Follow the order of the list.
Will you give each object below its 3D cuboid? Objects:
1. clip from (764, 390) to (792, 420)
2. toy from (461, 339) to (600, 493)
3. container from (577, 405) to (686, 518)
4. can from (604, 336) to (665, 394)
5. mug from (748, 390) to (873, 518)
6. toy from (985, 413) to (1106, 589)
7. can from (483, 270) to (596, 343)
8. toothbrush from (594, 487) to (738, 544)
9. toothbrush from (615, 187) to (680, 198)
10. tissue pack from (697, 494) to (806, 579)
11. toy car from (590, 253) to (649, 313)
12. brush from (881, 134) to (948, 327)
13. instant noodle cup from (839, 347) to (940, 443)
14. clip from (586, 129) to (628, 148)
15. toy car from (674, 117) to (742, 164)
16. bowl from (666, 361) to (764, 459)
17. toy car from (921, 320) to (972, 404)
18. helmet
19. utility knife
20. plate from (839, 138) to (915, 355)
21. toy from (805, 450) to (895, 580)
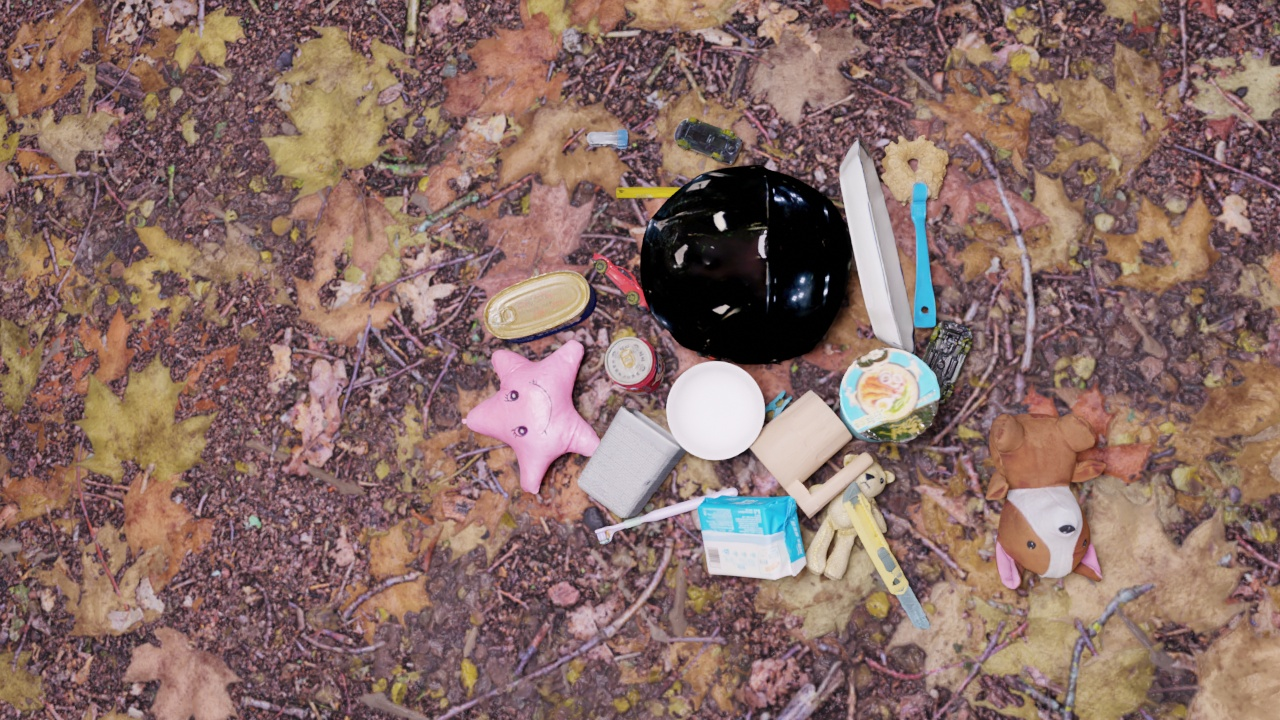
[{"bbox_3d":[0.169,0.063,1.163,0.040,0.014,0.056,39,90,13],"label":"clip"},{"bbox_3d":[-0.144,0.075,1.190,0.179,0.074,0.194,-11,81,9],"label":"toy"},{"bbox_3d":[-0.012,0.130,1.152,0.090,0.090,0.114,35,93,14],"label":"container"},{"bbox_3d":[-0.007,0.007,1.164,0.066,0.094,0.066,-2,82,10],"label":"can"},{"bbox_3d":[0.204,0.112,1.107,0.103,0.084,0.124,-41,57,1],"label":"mug"},{"bbox_3d":[0.462,0.159,1.045,0.140,0.130,0.199,-2,91,5],"label":"toy"},{"bbox_3d":[-0.133,-0.070,1.222,0.148,0.049,0.074,-19,78,8],"label":"can"},{"bbox_3d":[0.034,0.196,1.167,0.189,0.029,0.021,-19,41,7],"label":"toothbrush"},{"bbox_3d":[0.060,-0.226,1.224,0.190,0.016,0.015,2,81,11],"label":"toothbrush"},{"bbox_3d":[0.131,0.208,1.096,0.140,0.063,0.090,-9,91,48],"label":"tissue pack"},{"bbox_3d":[-0.024,-0.104,1.206,0.106,0.049,0.031,43,91,14],"label":"toy car"},{"bbox_3d":[0.346,-0.165,1.141,0.083,0.046,0.254,-1,76,7],"label":"brush"},{"bbox_3d":[0.284,0.050,1.085,0.111,0.120,0.111,-1,79,5],"label":"instant noodle cup"},{"bbox_3d":[-0.045,-0.302,1.256,0.057,0.033,0.025,0,84,4],"label":"clip"},{"bbox_3d":[0.089,-0.290,1.218,0.090,0.035,0.042,24,85,14],"label":"toy car"},{"bbox_3d":[0.095,0.061,1.129,0.118,0.064,0.118,0,88,11],"label":"bowl"},{"bbox_3d":[0.369,0.003,1.125,0.048,0.032,0.105,21,98,13],"label":"toy car"},{"bbox_3d":[0.111,-0.118,1.102,0.275,0.230,0.233,-5,78,30],"label":"helmet"},{"bbox_3d":[0.289,0.235,1.083,0.031,0.021,0.207,-30,104,-4],"label":"utility knife"},{"bbox_3d":[0.281,-0.132,1.100,0.034,0.161,0.265,-14,80,23],"label":"plate"},{"bbox_3d":[0.247,0.188,1.103,0.105,0.066,0.157,26,81,8],"label":"toy"}]
